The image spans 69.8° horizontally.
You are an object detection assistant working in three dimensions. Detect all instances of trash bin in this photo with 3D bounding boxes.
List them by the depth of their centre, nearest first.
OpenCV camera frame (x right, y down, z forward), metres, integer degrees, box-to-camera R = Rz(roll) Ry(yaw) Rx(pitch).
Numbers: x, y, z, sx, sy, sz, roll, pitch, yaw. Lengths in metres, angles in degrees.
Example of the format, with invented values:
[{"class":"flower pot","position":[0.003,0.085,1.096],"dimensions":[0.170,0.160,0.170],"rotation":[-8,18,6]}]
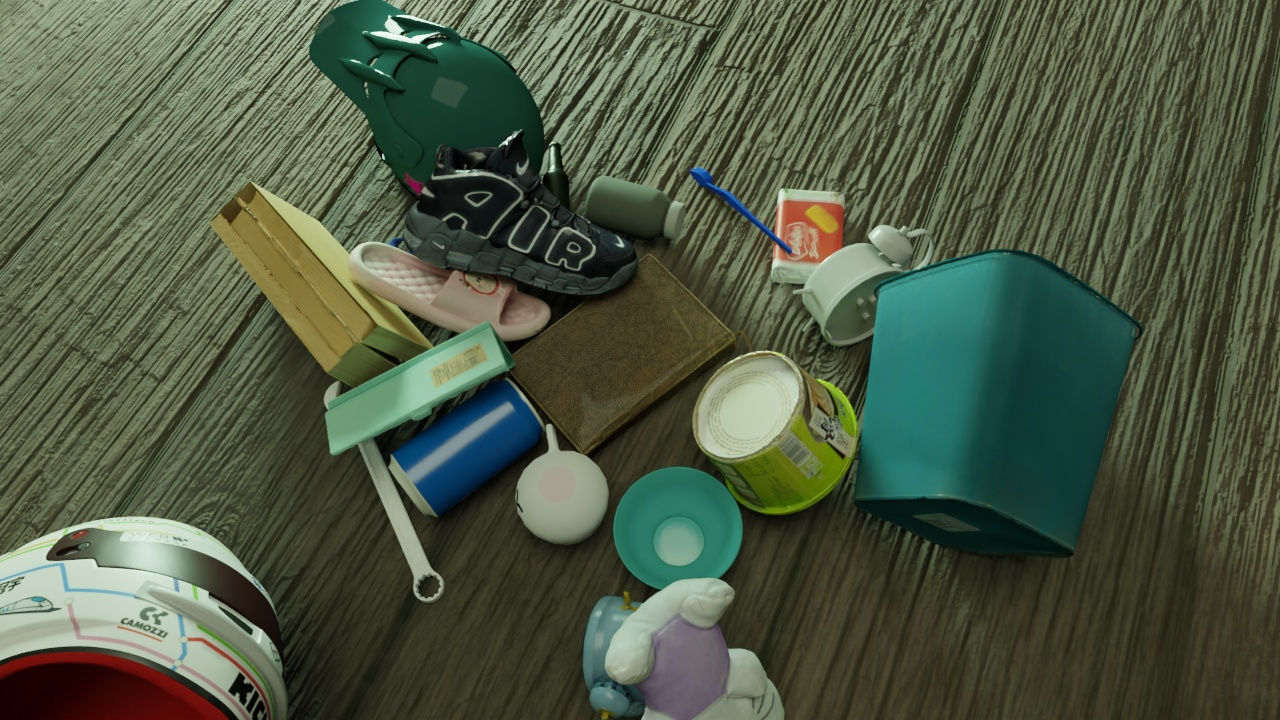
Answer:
[{"class":"trash bin","position":[0.310,0.049,0.836],"dimensions":[0.199,0.197,0.218],"rotation":[26,71,-22]}]

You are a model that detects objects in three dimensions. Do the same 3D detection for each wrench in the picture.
[{"class":"wrench","position":[-0.265,0.128,0.948],"dimensions":[0.047,0.009,0.273],"rotation":[-27,64,-10]}]

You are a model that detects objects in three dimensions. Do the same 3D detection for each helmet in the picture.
[{"class":"helmet","position":[-0.436,0.246,0.774],"dimensions":[0.314,0.231,0.235],"rotation":[-12,26,4]},{"class":"helmet","position":[-0.237,-0.290,1.056],"dimensions":[0.275,0.200,0.176],"rotation":[34,69,19]}]

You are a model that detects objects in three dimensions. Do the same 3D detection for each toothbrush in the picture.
[{"class":"toothbrush","position":[0.117,-0.175,1.058],"dimensions":[0.011,0.017,0.186],"rotation":[-29,52,-19]}]

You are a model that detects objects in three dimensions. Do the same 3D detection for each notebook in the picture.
[{"class":"notebook","position":[-0.008,0.005,0.980],"dimensions":[0.215,0.034,0.190],"rotation":[-38,66,-14]}]

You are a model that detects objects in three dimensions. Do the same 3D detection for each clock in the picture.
[{"class":"clock","position":[-0.014,0.269,0.810],"dimensions":[0.052,0.089,0.124],"rotation":[0,70,23]},{"class":"clock","position":[0.243,-0.079,0.963],"dimensions":[0.159,0.120,0.061],"rotation":[-31,56,0]}]

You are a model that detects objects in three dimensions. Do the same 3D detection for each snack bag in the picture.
[{"class":"snack bag","position":[0.191,-0.140,1.041],"dimensions":[0.077,0.036,0.115],"rotation":[5,63,7]}]

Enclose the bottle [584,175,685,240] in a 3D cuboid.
[{"class":"bottle","position":[-0.006,-0.173,1.058],"dimensions":[0.108,0.060,0.060],"rotation":[17,65,12]}]

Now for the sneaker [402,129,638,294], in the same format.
[{"class":"sneaker","position":[-0.115,-0.166,0.964],"dimensions":[0.252,0.151,0.097],"rotation":[10,34,-9]}]

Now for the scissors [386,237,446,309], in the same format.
[{"class":"scissors","position":[-0.249,-0.111,1.069],"dimensions":[0.127,0.014,0.127],"rotation":[-28,64,-12]}]

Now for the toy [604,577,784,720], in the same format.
[{"class":"toy","position":[0.042,0.278,0.760],"dimensions":[0.137,0.209,0.085],"rotation":[-35,32,-21]}]

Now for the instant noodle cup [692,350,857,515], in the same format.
[{"class":"instant noodle cup","position":[0.122,0.063,0.873],"dimensions":[0.146,0.098,0.146],"rotation":[-24,45,27]}]

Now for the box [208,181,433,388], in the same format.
[{"class":"box","position":[-0.340,-0.077,0.988],"dimensions":[0.092,0.128,0.249],"rotation":[-44,67,-6]}]

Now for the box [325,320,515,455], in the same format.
[{"class":"box","position":[-0.214,0.038,0.916],"dimensions":[0.187,0.078,0.112],"rotation":[-29,35,-3]}]

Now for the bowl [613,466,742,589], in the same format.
[{"class":"bowl","position":[0.036,0.168,0.885],"dimensions":[0.121,0.046,0.121],"rotation":[-2,62,3]}]

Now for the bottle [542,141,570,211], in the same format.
[{"class":"bottle","position":[-0.101,-0.211,1.100],"dimensions":[0.033,0.033,0.122],"rotation":[-5,62,1]}]

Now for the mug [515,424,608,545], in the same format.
[{"class":"mug","position":[-0.079,0.118,0.901],"dimensions":[0.090,0.076,0.123],"rotation":[-12,64,-2]}]

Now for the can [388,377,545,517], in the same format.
[{"class":"can","position":[-0.174,0.087,0.924],"dimensions":[0.146,0.079,0.079],"rotation":[-37,66,-14]}]

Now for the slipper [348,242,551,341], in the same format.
[{"class":"slipper","position":[-0.203,-0.077,0.985],"dimensions":[0.221,0.056,0.106],"rotation":[19,31,-7]}]
